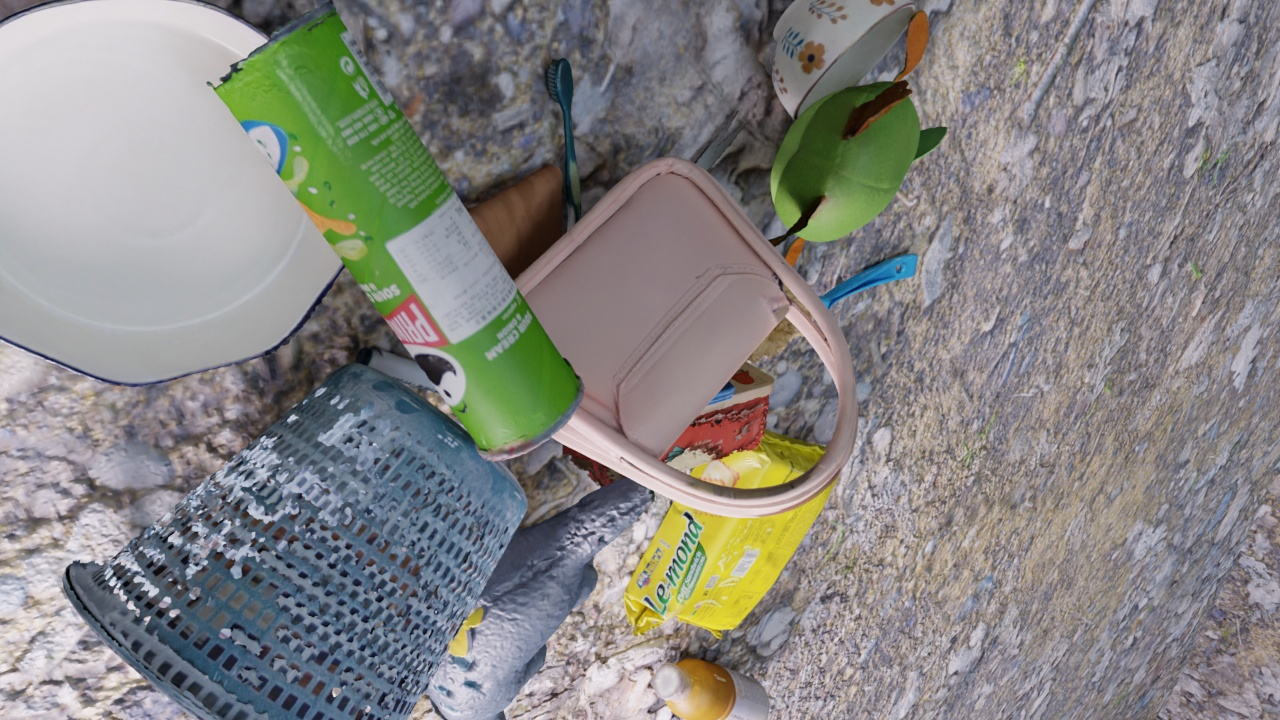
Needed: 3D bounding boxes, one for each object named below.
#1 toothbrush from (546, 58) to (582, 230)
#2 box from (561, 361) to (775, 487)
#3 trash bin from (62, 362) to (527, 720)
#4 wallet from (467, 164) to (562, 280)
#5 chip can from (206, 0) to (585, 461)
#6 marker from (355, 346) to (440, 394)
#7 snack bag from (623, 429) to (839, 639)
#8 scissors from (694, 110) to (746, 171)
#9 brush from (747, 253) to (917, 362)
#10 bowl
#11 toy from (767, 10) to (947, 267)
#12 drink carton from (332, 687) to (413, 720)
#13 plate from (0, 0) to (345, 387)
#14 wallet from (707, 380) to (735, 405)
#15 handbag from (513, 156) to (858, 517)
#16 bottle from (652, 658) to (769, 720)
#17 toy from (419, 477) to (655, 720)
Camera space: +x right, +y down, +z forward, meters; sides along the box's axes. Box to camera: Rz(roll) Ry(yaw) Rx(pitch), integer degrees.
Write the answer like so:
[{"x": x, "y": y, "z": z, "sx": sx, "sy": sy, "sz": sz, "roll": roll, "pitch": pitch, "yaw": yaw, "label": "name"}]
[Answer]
[{"x": -0.051, "y": -0.118, "z": 0.647, "sx": 0.016, "sy": 0.018, "sz": 0.192, "roll": -32, "pitch": 136, "yaw": -34, "label": "toothbrush"}, {"x": 0.023, "y": 0.053, "z": 0.762, "sx": 0.168, "sy": 0.091, "sz": 0.079, "roll": -14, "pitch": 122, "yaw": -33, "label": "box"}, {"x": -0.183, "y": 0.119, "z": 0.565, "sx": 0.194, "sy": 0.227, "sz": 0.227, "roll": -53, "pitch": 138, "yaw": -19, "label": "trash bin"}, {"x": -0.086, "y": -0.063, "z": 0.625, "sx": 0.101, "sy": 0.020, "sz": 0.115, "roll": -42, "pitch": 144, "yaw": -45, "label": "wallet"}, {"x": -0.116, "y": -0.058, "z": 0.473, "sx": 0.072, "sy": 0.072, "sz": 0.236, "roll": -38, "pitch": 116, "yaw": -15, "label": "chip can"}, {"x": -0.142, "y": 0.014, "z": 0.651, "sx": 0.023, "sy": 0.018, "sz": 0.130, "roll": -21, "pitch": 151, "yaw": 34, "label": "marker"}, {"x": 0.095, "y": 0.175, "z": 0.918, "sx": 0.158, "sy": 0.068, "sz": 0.247, "roll": 19, "pitch": 104, "yaw": -45, "label": "snack bag"}, {"x": 0.021, "y": -0.122, "z": 0.697, "sx": 0.145, "sy": 0.014, "sz": 0.173, "roll": -10, "pitch": 127, "yaw": -48, "label": "scissors"}, {"x": 0.176, "y": -0.062, "z": 0.860, "sx": 0.254, "sy": 0.046, "sz": 0.083, "roll": -20, "pitch": 124, "yaw": -34, "label": "brush"}, {"x": 0.139, "y": -0.239, "z": 0.678, "sx": 0.113, "sy": 0.062, "sz": 0.113, "roll": -39, "pitch": 174, "yaw": -5, "label": "bowl"}, {"x": 0.159, "y": -0.154, "z": 0.699, "sx": 0.227, "sy": 0.090, "sz": 0.246, "roll": -59, "pitch": 168, "yaw": 26, "label": "toy"}, {"x": -0.212, "y": 0.299, "z": 0.739, "sx": 0.053, "sy": 0.045, "sz": 0.123, "roll": -24, "pitch": 118, "yaw": -36, "label": "drink carton"}, {"x": -0.252, "y": -0.086, "z": 0.477, "sx": 0.204, "sy": 0.045, "sz": 0.205, "roll": -21, "pitch": 129, "yaw": -29, "label": "plate"}, {"x": -0.004, "y": 0.004, "z": 0.699, "sx": 0.132, "sy": 0.106, "sz": 0.040, "roll": -15, "pitch": 140, "yaw": -33, "label": "wallet"}, {"x": 0.035, "y": 0.000, "z": 0.598, "sx": 0.193, "sy": 0.234, "sz": 0.093, "roll": -48, "pitch": 165, "yaw": -13, "label": "handbag"}, {"x": 0.079, "y": 0.376, "z": 1.033, "sx": 0.068, "sy": 0.068, "sz": 0.189, "roll": -52, "pitch": 136, "yaw": 0, "label": "bottle"}, {"x": -0.107, "y": 0.215, "z": 0.742, "sx": 0.137, "sy": 0.091, "sz": 0.357, "roll": 9, "pitch": 125, "yaw": -35, "label": "toy"}]
